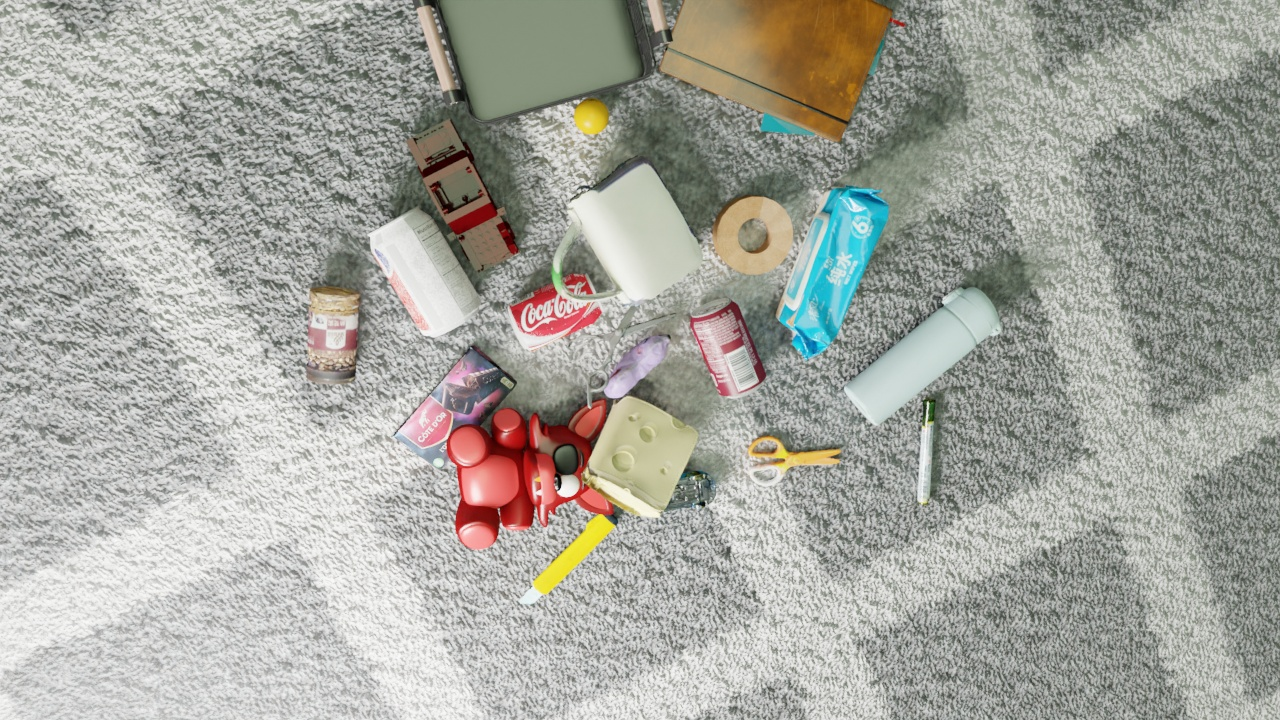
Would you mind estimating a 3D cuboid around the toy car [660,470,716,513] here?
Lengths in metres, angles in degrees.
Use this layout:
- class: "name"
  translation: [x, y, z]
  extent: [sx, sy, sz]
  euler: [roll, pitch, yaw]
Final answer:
- class: "toy car"
  translation: [0.044, 0.168, 1.177]
  extent: [0.105, 0.032, 0.048]
  euler: [-9, 104, -3]

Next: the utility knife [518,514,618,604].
- class: "utility knife"
  translation: [-0.095, 0.259, 1.192]
  extent: [0.030, 0.017, 0.175]
  euler: [43, 95, -10]

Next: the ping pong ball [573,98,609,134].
- class: "ping pong ball"
  translation: [-0.056, -0.279, 1.047]
  extent: [0.040, 0.040, 0.040]
  euler: [-2, 104, -7]

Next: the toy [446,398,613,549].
- class: "toy"
  translation: [-0.131, 0.134, 1.110]
  extent: [0.197, 0.120, 0.158]
  euler: [-7, 102, -14]

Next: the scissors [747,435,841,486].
- class: "scissors"
  translation: [0.203, 0.136, 1.199]
  extent: [0.131, 0.012, 0.073]
  euler: [4, 104, -7]

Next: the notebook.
- class: "notebook"
  translation: [0.162, -0.361, 1.066]
  extent: [0.249, 0.014, 0.178]
  euler: [19, 101, -11]

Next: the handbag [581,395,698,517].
- class: "handbag"
  translation: [-0.004, 0.119, 1.110]
  extent: [0.111, 0.081, 0.119]
  euler: [34, 69, -21]

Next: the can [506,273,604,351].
- class: "can"
  translation: [-0.100, -0.059, 1.086]
  extent: [0.105, 0.064, 0.064]
  euler: [-25, 106, 0]

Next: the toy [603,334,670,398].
- class: "toy"
  translation: [-0.007, 0.007, 1.113]
  extent: [0.099, 0.080, 0.036]
  euler: [-43, 91, -14]

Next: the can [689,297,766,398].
- class: "can"
  translation: [0.107, -0.015, 1.123]
  extent: [0.063, 0.063, 0.114]
  euler: [-24, 106, -1]

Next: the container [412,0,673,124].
- class: "container"
  translation: [-0.103, -0.356, 0.975]
  extent: [0.241, 0.130, 0.163]
  euler: [-17, 106, -3]

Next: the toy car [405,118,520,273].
- class: "toy car"
  translation: [-0.200, -0.184, 1.042]
  extent: [0.070, 0.062, 0.170]
  euler: [-27, 106, 0]

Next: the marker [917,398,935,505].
- class: "marker"
  translation: [0.378, 0.122, 1.215]
  extent: [0.017, 0.017, 0.146]
  euler: [-3, 105, -7]

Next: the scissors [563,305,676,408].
- class: "scissors"
  translation: [-0.031, -0.018, 1.090]
  extent: [0.142, 0.014, 0.171]
  euler: [0, 61, 18]

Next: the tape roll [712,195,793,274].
- class: "tape roll"
  translation: [0.135, -0.152, 1.110]
  extent: [0.094, 0.027, 0.094]
  euler: [-2, 104, -7]

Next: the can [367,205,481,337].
- class: "can"
  translation: [-0.247, -0.101, 1.050]
  extent: [0.078, 0.078, 0.136]
  euler: [-29, 106, 1]

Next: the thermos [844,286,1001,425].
- class: "thermos"
  translation: [0.356, -0.007, 1.154]
  extent: [0.207, 0.065, 0.078]
  euler: [-40, 79, 4]

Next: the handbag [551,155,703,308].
- class: "handbag"
  translation: [-0.034, -0.130, 1.055]
  extent: [0.175, 0.074, 0.151]
  euler: [-39, 106, -23]

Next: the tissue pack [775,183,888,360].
- class: "tissue pack"
  translation: [0.222, -0.107, 1.087]
  extent: [0.066, 0.117, 0.209]
  euler: [19, 101, -6]

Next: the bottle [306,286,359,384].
- class: "bottle"
  translation: [-0.357, -0.030, 1.066]
  extent: [0.056, 0.056, 0.105]
  euler: [5, 103, -8]

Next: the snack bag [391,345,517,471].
- class: "snack bag"
  translation: [-0.227, 0.059, 1.126]
  extent: [0.074, 0.018, 0.155]
  euler: [40, 98, -15]
